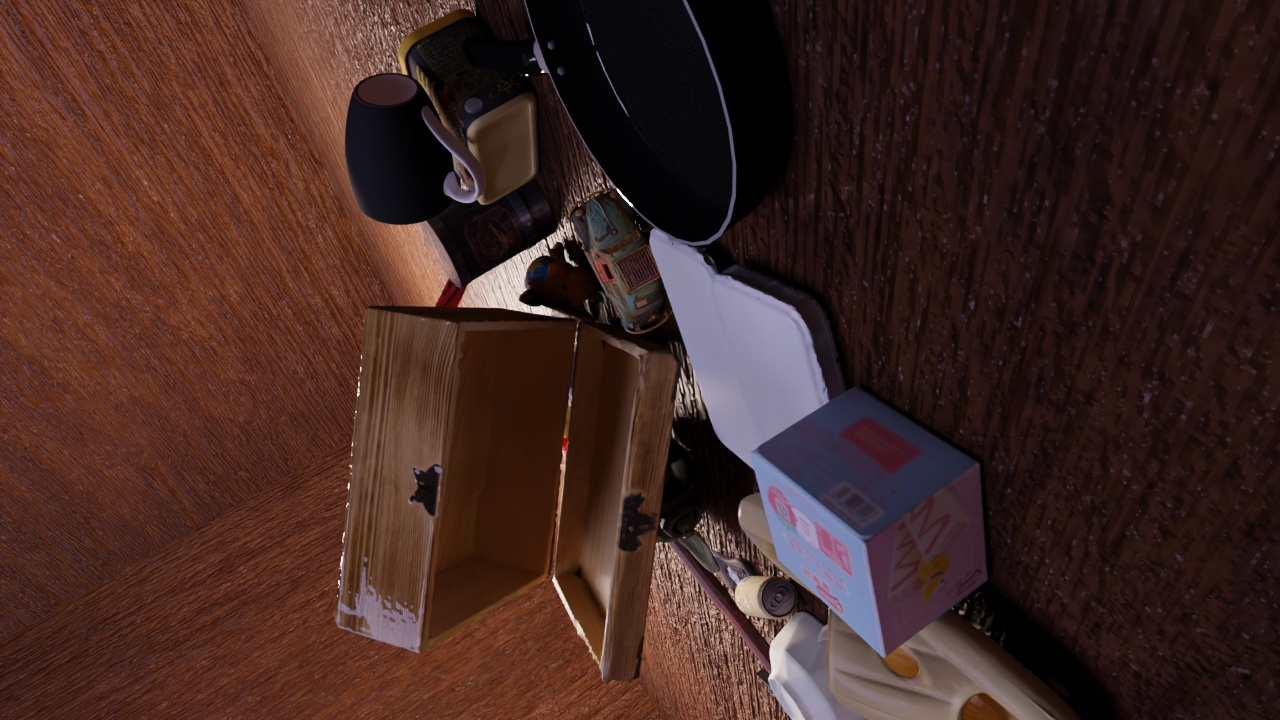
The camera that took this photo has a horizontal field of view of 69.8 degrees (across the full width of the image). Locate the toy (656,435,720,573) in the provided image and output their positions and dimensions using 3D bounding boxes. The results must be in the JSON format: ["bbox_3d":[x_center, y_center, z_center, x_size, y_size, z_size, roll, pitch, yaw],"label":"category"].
[{"bbox_3d":[0.013,0.134,0.940,0.179,0.078,0.153,46,162,30],"label":"toy"}]

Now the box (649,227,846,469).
[{"bbox_3d":[0.076,0.018,0.616,0.190,0.037,0.209,36,153,50],"label":"box"}]

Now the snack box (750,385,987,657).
[{"bbox_3d":[0.125,0.085,0.499,0.093,0.079,0.095,39,153,51],"label":"snack box"}]

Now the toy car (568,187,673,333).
[{"bbox_3d":[-0.009,-0.073,0.676,0.112,0.047,0.047,62,167,-12],"label":"toy car"}]

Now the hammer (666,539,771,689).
[{"bbox_3d":[0.083,0.255,1.012,0.300,0.028,0.111,50,166,16],"label":"hammer"}]

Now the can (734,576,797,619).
[{"bbox_3d":[0.117,0.221,0.859,0.038,0.038,0.080,57,165,5],"label":"can"}]

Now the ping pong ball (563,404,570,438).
[{"bbox_3d":[-0.089,0.066,1.013,0.040,0.040,0.040,52,164,22],"label":"ping pong ball"}]

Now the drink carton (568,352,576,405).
[{"bbox_3d":[-0.051,0.051,1.038,0.076,0.048,0.125,47,161,37],"label":"drink carton"}]

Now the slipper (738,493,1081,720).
[{"bbox_3d":[0.143,0.174,0.560,0.261,0.079,0.111,34,170,45],"label":"slipper"}]

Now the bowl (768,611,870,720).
[{"bbox_3d":[0.157,0.294,0.832,0.117,0.061,0.118,51,162,23],"label":"bowl"}]

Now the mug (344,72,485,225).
[{"bbox_3d":[-0.181,-0.169,0.737,0.119,0.084,0.100,17,139,12],"label":"mug"}]

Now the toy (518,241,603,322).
[{"bbox_3d":[-0.064,-0.064,0.894,0.103,0.070,0.090,42,163,-34],"label":"toy"}]

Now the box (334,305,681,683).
[{"bbox_3d":[-0.079,0.103,0.833,0.269,0.264,0.279,-10,-73,-71],"label":"box"}]

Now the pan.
[{"bbox_3d":[-0.034,-0.184,0.549,0.356,0.044,0.204,35,152,56],"label":"pan"}]

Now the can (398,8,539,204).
[{"bbox_3d":[-0.142,-0.212,0.785,0.101,0.072,0.131,52,164,14],"label":"can"}]

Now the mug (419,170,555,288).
[{"bbox_3d":[-0.153,-0.145,0.875,0.080,0.107,0.116,33,150,58],"label":"mug"}]

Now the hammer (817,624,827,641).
[{"bbox_3d":[0.240,0.323,0.693,0.324,0.034,0.170,59,166,-6],"label":"hammer"}]

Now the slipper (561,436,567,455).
[{"bbox_3d":[-0.101,0.088,1.247,0.103,0.059,0.249,45,158,43],"label":"slipper"}]

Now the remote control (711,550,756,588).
[{"bbox_3d":[0.100,0.228,0.978,0.046,0.009,0.125,59,165,-2],"label":"remote control"}]
